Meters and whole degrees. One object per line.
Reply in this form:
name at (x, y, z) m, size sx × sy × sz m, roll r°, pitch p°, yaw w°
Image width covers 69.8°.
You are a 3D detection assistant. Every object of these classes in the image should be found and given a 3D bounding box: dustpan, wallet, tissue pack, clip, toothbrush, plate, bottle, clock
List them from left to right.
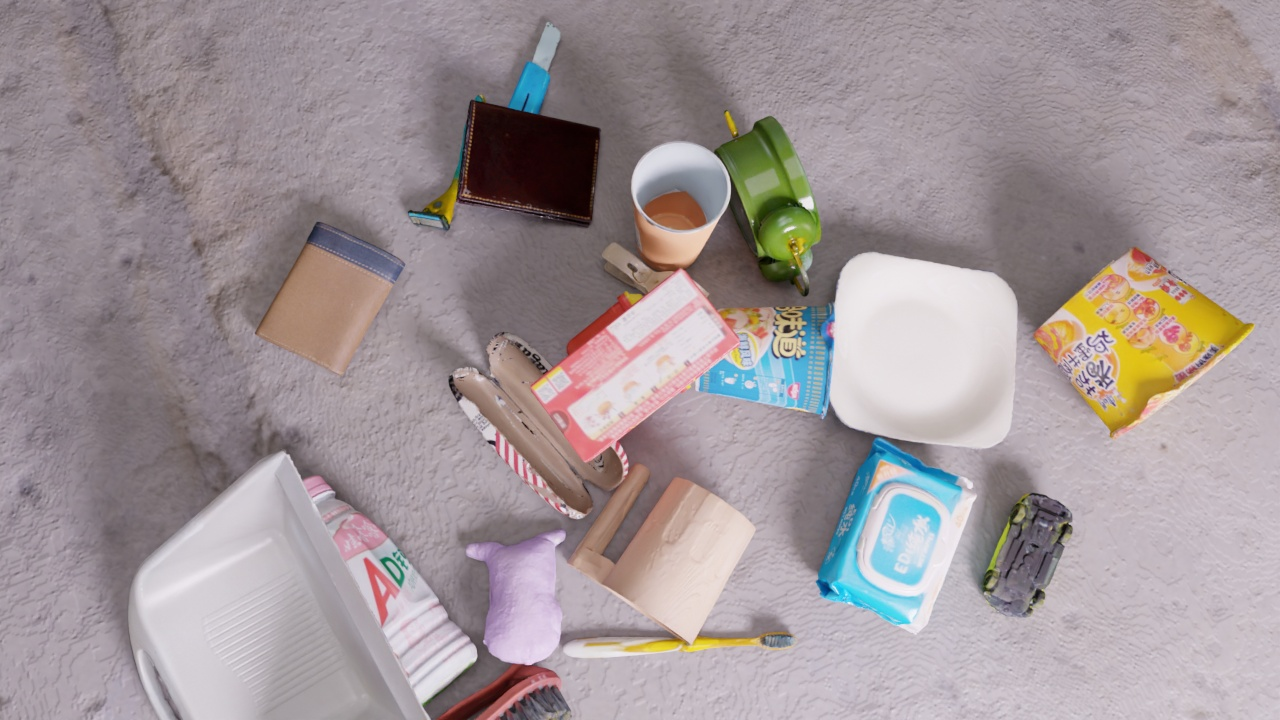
dustpan at (-0.273, 0.211, 0.640) m, size 0.142 × 0.258 × 0.222 m, roll -28°, pitch 87°, yaw -29°
wallet at (-0.267, -0.054, 0.792) m, size 0.090 × 0.033 × 0.115 m, roll 24°, pitch 77°, yaw 6°
bottle at (-0.212, 0.176, 0.723) m, size 0.068 × 0.068 × 0.197 m, roll -39°, pitch 77°, yaw -11°
wallet at (-0.098, -0.176, 0.821) m, size 0.122 × 0.020 × 0.096 m, roll 8°, pitch 80°, yaw -17°
clip at (0.014, -0.060, 0.814) m, size 0.105 × 0.083 × 0.034 m, roll 29°, pitch 77°, yaw 27°
toothbrush at (0.032, 0.230, 0.742) m, size 0.191 × 0.018 × 0.016 m, roll -1°, pitch 75°, yaw -3°
clock at (0.113, -0.130, 0.786) m, size 0.056 × 0.116 × 0.161 m, roll -23°, pitch 75°, yaw 4°
tissue pack at (0.208, 0.144, 0.747) m, size 0.090 × 0.063 × 0.140 m, roll 25°, pitch 77°, yaw 4°
plate at (0.242, -0.007, 0.798) m, size 0.164 × 0.034 × 0.163 m, roll 10°, pitch 76°, yaw -3°

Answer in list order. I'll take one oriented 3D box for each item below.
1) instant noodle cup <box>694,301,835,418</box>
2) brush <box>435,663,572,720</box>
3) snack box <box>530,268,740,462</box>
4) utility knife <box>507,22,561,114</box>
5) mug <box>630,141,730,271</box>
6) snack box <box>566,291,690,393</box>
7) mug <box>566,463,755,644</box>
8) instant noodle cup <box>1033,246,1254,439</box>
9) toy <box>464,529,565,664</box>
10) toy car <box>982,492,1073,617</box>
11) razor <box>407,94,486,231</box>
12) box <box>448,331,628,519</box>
instant noodle cup at (0.102, -0.005, 0.769) m, size 0.110 × 0.099 × 0.099 m, roll 5°, pitch 76°, yaw 7°
brush at (-0.121, 0.290, 0.703) m, size 0.145 × 0.063 × 0.069 m, roll -40°, pitch 52°, yaw -12°
snack box at (-0.004, 0.004, 0.712) m, size 0.153 × 0.025 × 0.075 m, roll -38°, pitch 82°, yaw 3°
utility knife at (-0.109, -0.232, 0.849) m, size 0.034 × 0.018 × 0.191 m, roll 16°, pitch 75°, yaw 2°
mug at (0.028, -0.121, 0.774) m, size 0.078 × 0.123 × 0.078 m, roll 1°, pitch 75°, yaw -3°
snack box at (-0.010, 0.000, 0.769) m, size 0.080 × 0.082 × 0.091 m, roll -34°, pitch 79°, yaw 4°
mug at (0.016, 0.150, 0.737) m, size 0.125 × 0.084 × 0.103 m, roll 25°, pitch 73°, yaw 31°
instant noodle cup at (0.409, -0.020, 0.765) m, size 0.138 × 0.138 × 0.110 m, roll -37°, pitch 73°, yaw -10°
toy at (-0.097, 0.188, 0.730) m, size 0.084 × 0.039 × 0.107 m, roll -7°, pitch 59°, yaw -3°
toy car at (0.320, 0.162, 0.765) m, size 0.048 × 0.032 × 0.105 m, roll 23°, pitch 88°, yaw 3°
razor at (-0.165, -0.179, 0.828) m, size 0.043 × 0.028 × 0.132 m, roll 12°, pitch 77°, yaw 31°
box at (-0.077, 0.047, 0.755) m, size 0.163 × 0.076 × 0.088 m, roll 45°, pitch 100°, yaw 10°
